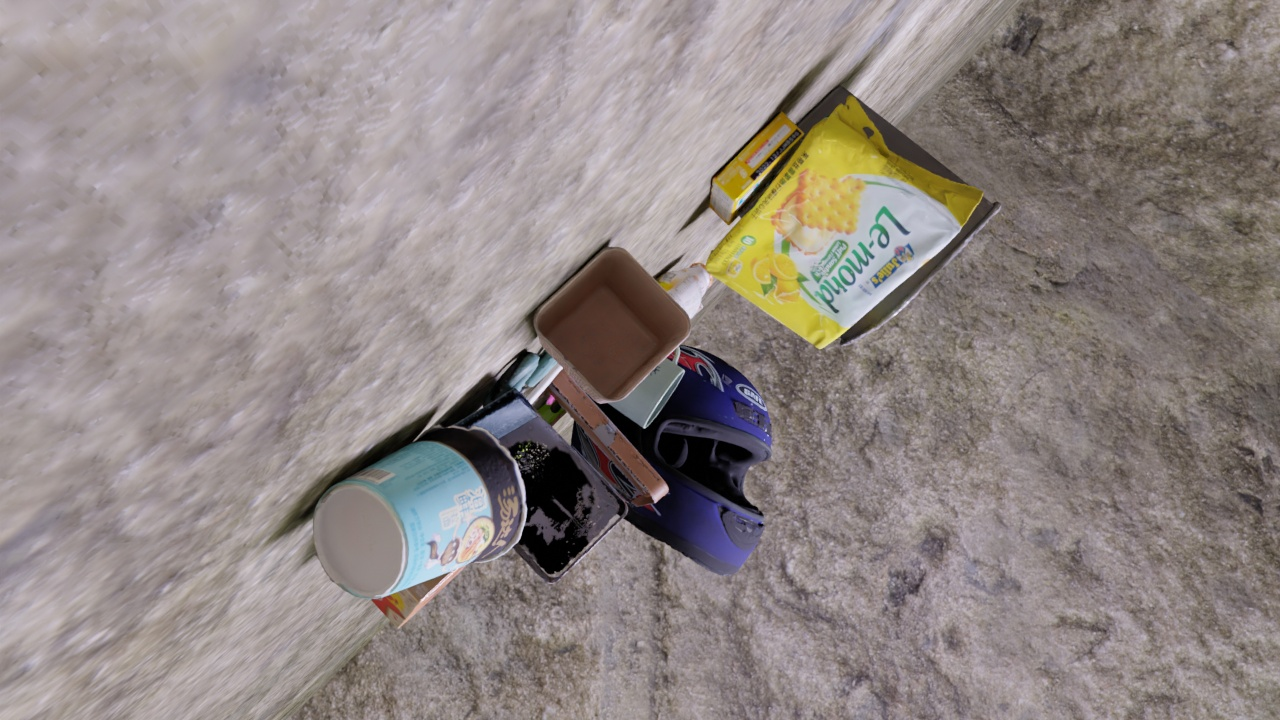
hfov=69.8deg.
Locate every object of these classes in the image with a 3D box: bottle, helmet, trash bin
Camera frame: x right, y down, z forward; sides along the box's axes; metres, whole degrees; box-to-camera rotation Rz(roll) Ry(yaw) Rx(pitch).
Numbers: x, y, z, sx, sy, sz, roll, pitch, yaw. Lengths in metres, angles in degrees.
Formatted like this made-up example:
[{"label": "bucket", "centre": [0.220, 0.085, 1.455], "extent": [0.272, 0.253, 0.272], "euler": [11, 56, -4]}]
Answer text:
[{"label": "bottle", "centre": [0.044, -0.078, 1.095], "extent": [0.108, 0.063, 0.063], "euler": [-42, 176, -39]}, {"label": "helmet", "centre": [0.057, 0.107, 1.212], "extent": [0.247, 0.316, 0.240], "euler": [28, 90, -46]}, {"label": "trash bin", "centre": [0.238, -0.164, 1.038], "extent": [0.199, 0.220, 0.199], "euler": [-45, 176, -8]}]

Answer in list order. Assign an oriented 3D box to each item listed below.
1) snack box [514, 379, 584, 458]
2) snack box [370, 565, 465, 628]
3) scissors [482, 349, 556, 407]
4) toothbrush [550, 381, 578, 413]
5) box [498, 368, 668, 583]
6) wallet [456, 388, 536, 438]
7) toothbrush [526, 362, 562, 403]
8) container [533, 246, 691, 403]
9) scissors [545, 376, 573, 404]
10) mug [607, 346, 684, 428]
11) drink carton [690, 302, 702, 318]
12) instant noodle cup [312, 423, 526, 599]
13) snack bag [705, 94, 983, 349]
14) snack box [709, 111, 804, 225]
[{"label": "snack box", "centre": [-0.139, 0.088, 1.258], "extent": [0.156, 0.026, 0.086], "euler": [-44, 178, -12]}, {"label": "snack box", "centre": [-0.193, 0.151, 0.752], "extent": [0.076, 0.093, 0.095], "euler": [-42, 176, -36]}, {"label": "scissors", "centre": [-0.114, 0.025, 0.826], "extent": [0.180, 0.019, 0.161], "euler": [-45, 178, 34]}, {"label": "toothbrush", "centre": [-0.056, -0.003, 1.189], "extent": [0.186, 0.012, 0.017], "euler": [-49, -170, 11]}, {"label": "box", "centre": [-0.102, 0.139, 1.013], "extent": [0.157, 0.180, 0.218], "euler": [-42, 179, -17]}, {"label": "wallet", "centre": [-0.137, 0.059, 0.768], "extent": [0.097, 0.019, 0.121], "euler": [-31, 172, -5]}, {"label": "toothbrush", "centre": [-0.056, -0.017, 0.914], "extent": [0.180, 0.016, 0.016], "euler": [-48, 178, -12]}, {"label": "container", "centre": [-0.026, -0.021, 0.717], "extent": [0.089, 0.090, 0.111], "euler": [-44, 180, -9]}, {"label": "scissors", "centre": [-0.083, 0.014, 1.141], "extent": [0.072, 0.017, 0.137], "euler": [-54, 179, 16]}, {"label": "mug", "centre": [-0.006, 0.006, 1.089], "extent": [0.111, 0.106, 0.082], "euler": [-52, 170, -22]}, {"label": "drink carton", "centre": [0.047, -0.075, 1.268], "extent": [0.045, 0.053, 0.122], "euler": [-45, 176, 14]}, {"label": "instant noodle cup", "centre": [-0.156, 0.109, 0.635], "extent": [0.111, 0.111, 0.120], "euler": [-46, 169, 24]}, {"label": "snack bag", "centre": [0.180, -0.123, 0.871], "extent": [0.247, 0.158, 0.068], "euler": [-49, -170, 51]}, {"label": "snack box", "centre": [0.107, -0.178, 0.875], "extent": [0.087, 0.034, 0.140], "euler": [-45, 175, 2]}]
